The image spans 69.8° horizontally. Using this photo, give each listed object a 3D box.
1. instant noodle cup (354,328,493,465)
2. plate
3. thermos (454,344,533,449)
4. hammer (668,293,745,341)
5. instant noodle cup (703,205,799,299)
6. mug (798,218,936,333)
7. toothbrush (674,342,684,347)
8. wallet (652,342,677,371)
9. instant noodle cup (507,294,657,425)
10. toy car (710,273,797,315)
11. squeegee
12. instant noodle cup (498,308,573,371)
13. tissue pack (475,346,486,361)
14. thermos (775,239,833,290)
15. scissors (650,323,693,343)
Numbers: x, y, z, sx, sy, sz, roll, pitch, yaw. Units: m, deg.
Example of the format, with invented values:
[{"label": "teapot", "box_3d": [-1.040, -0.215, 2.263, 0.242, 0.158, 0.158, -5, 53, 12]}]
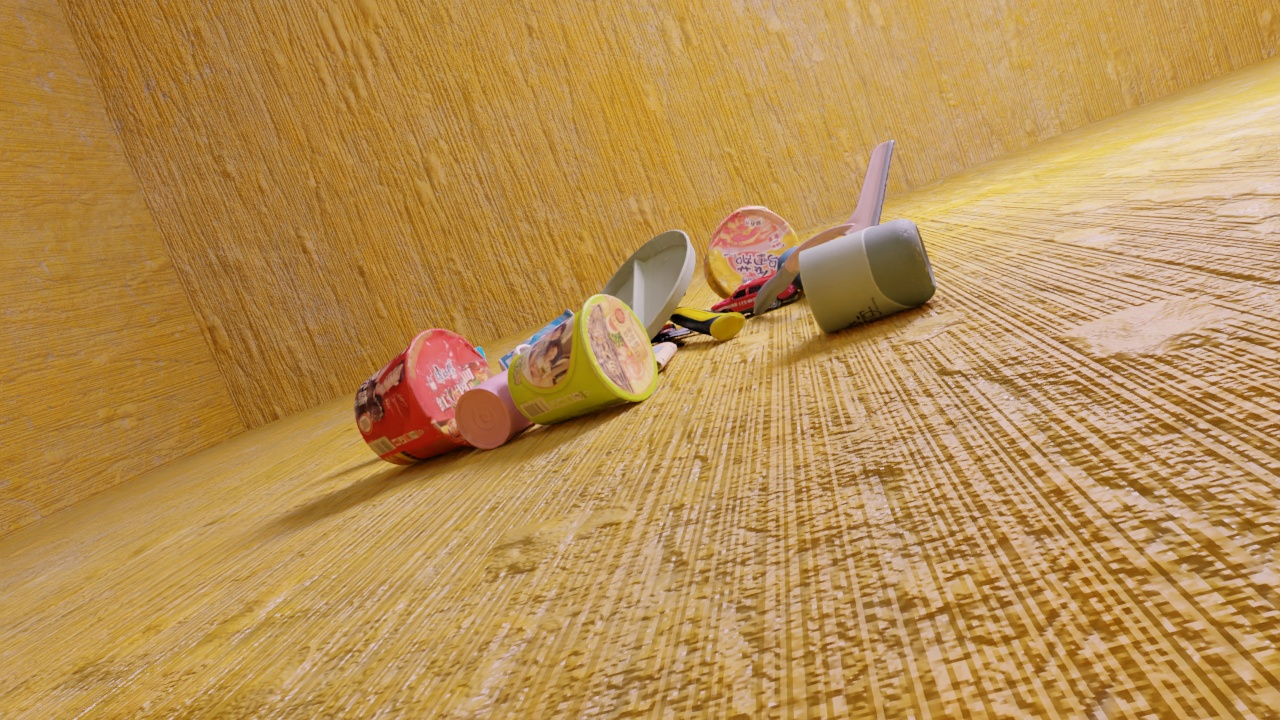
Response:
[{"label": "instant noodle cup", "box_3d": [-0.240, 0.047, 1.009, 0.109, 0.138, 0.137, -26, 4, 28]}, {"label": "plate", "box_3d": [-0.006, -0.079, 1.251, 0.231, 0.027, 0.229, -41, 27, 26]}, {"label": "thermos", "box_3d": [-0.135, 0.029, 1.014, 0.067, 0.087, 0.198, -56, -7, 24]}, {"label": "hammer", "box_3d": [0.052, -0.058, 1.223, 0.126, 0.032, 0.323, -34, 16, -10]}, {"label": "instant noodle cup", "box_3d": [0.158, -0.147, 1.366, 0.138, 0.138, 0.110, -22, -1, -8]}, {"label": "mug", "box_3d": [0.215, -0.074, 0.854, 0.106, 0.082, 0.111, -18, -24, 21]}, {"label": "toothbrush", "box_3d": [-0.004, -0.010, 1.247, 0.014, 0.018, 0.190, -27, 13, -39]}, {"label": "wallet", "box_3d": [-0.006, 0.006, 1.077, 0.087, 0.024, 0.115, -14, 9, 13]}, {"label": "instant noodle cup", "box_3d": [-0.065, 0.008, 0.916, 0.124, 0.111, 0.111, -25, 3, 33]}, {"label": "toy car", "box_3d": [0.150, -0.084, 1.230, 0.121, 0.045, 0.052, -20, 5, 20]}, {"label": "squeegee", "box_3d": [0.192, -0.114, 1.091, 0.250, 0.040, 0.247, -42, 25, 56]}, {"label": "instant noodle cup", "box_3d": [-0.115, 0.003, 1.153, 0.109, 0.099, 0.099, -29, 9, -12]}, {"label": "tissue pack", "box_3d": [-0.252, 0.044, 1.194, 0.133, 0.093, 0.050, -20, -9, 3]}, {"label": "thermos", "box_3d": [0.235, -0.125, 1.205, 0.070, 0.070, 0.220, -21, 7, -6]}, {"label": "scissors", "box_3d": [0.039, -0.042, 1.319, 0.230, 0.022, 0.189, -17, 7, 33]}]
